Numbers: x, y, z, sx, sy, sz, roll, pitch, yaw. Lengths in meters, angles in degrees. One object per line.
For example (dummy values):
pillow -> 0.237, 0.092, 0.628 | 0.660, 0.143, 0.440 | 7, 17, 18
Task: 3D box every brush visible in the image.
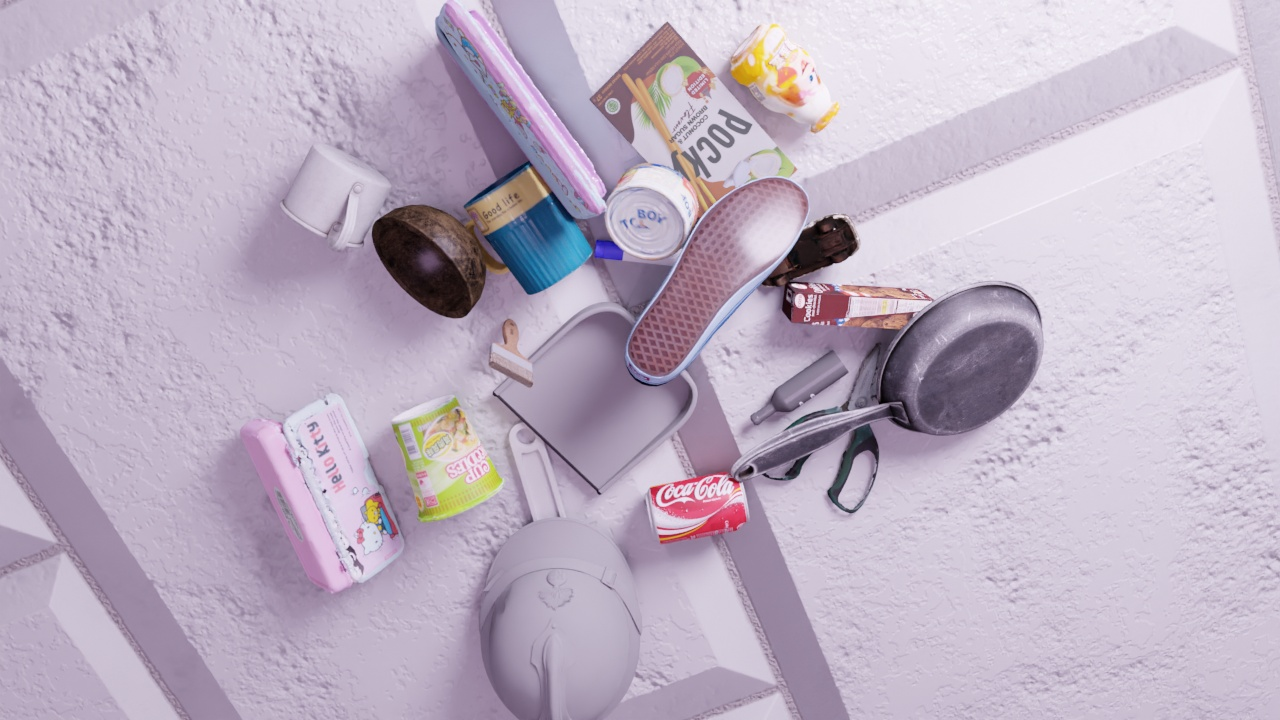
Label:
brush -> -0.127, -0.014, 0.888 | 0.045, 0.143, 0.008 | 29, 105, -20

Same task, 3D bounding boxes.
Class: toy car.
toy car -> 0.164, -0.112, 0.926 | 0.113, 0.040, 0.048 | -20, 108, 23

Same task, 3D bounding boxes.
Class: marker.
marker -> 0.025, -0.106, 0.930 | 0.141, 0.020, 0.020 | 5, 107, -5

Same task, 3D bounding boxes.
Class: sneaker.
sneaker -> 0.066, -0.075, 0.889 | 0.083, 0.098, 0.241 | 39, 82, 4

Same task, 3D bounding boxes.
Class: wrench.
wrench -> -0.107, 0.195, 1.022 | 0.087, 0.018, 0.273 | -14, 106, 4

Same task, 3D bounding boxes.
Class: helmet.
helmet -> -0.090, 0.315, 0.985 | 0.183, 0.117, 0.271 | 1, 105, -1

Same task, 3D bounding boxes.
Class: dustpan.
dustpan -> -0.006, 0.006, 0.955 | 0.258, 0.033, 0.163 | -43, 104, 6

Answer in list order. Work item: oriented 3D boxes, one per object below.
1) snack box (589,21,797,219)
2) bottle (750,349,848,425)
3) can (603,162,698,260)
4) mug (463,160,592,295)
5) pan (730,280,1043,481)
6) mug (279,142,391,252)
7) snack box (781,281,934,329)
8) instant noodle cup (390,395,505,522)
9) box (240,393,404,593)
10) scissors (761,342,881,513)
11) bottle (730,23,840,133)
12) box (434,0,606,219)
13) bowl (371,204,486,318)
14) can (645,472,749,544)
snack box -> 0.051, -0.219, 0.888 | 0.101, 0.031, 0.186 | -42, 104, 10
bottle -> 0.165, 0.033, 0.973 | 0.113, 0.030, 0.030 | -35, 105, 9
can -> 0.010, -0.143, 0.886 | 0.086, 0.043, 0.086 | 12, 132, 14
mug -> -0.118, -0.123, 0.895 | 0.114, 0.083, 0.107 | -22, 113, 34
pan -> 0.257, 0.045, 0.946 | 0.357, 0.055, 0.187 | -30, 129, 3
mug -> -0.281, -0.149, 0.858 | 0.084, 0.113, 0.070 | 23, 105, -39
snack box -> 0.220, -0.056, 0.936 | 0.141, 0.051, 0.032 | 3, 107, -3
instant noodle cup -> -0.205, 0.098, 0.951 | 0.099, 0.099, 0.108 | -20, 100, 4
box -> -0.333, 0.139, 0.982 | 0.102, 0.087, 0.202 | -30, 112, -34
scissors -> 0.205, 0.065, 0.994 | 0.146, 0.015, 0.210 | 11, 107, -4
bottle -> 0.138, -0.262, 0.862 | 0.109, 0.063, 0.063 | 39, 102, -13
box -> -0.104, -0.221, 0.822 | 0.049, 0.149, 0.214 | -36, 105, 5
bowl -> -0.194, -0.105, 0.887 | 0.121, 0.121, 0.056 | 48, 58, -15
can -> 0.061, 0.159, 0.991 | 0.105, 0.064, 0.064 | -11, 108, 1
